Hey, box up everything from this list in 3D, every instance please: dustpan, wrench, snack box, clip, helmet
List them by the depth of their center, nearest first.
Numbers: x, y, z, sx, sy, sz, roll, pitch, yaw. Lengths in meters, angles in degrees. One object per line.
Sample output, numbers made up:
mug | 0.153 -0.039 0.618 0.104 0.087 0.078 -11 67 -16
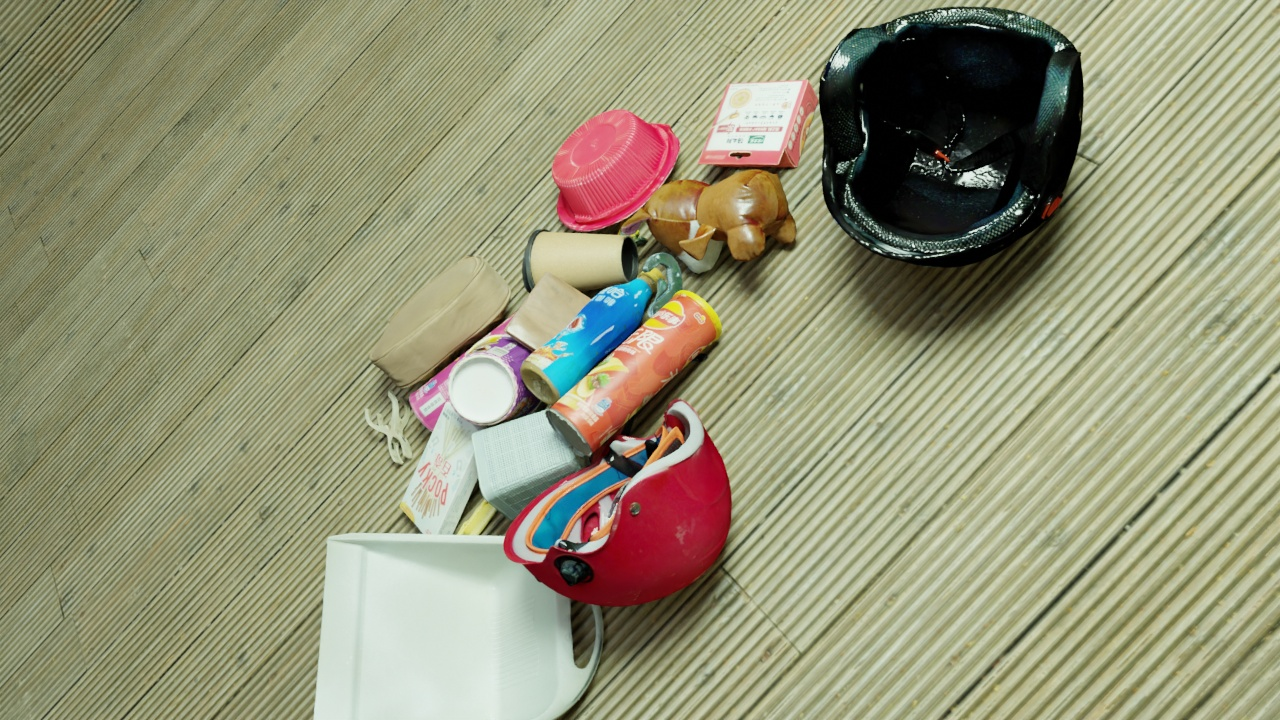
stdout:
helmet | 0.301 -0.206 0.896 0.234 0.230 0.274 20 85 29
helmet | -0.008 0.168 0.928 0.241 0.144 0.206 -32 13 25
dustpan | -0.180 0.280 0.953 0.143 0.257 0.222 -36 49 40
wrench | -0.004 0.006 1.070 0.016 0.056 0.273 4 76 63
snack box | -0.239 0.139 1.134 0.085 0.026 0.157 35 104 38
snack box | 0.147 -0.284 1.143 0.113 0.044 0.127 9 70 33
clip | -0.346 0.096 1.247 0.092 0.035 0.103 -12 68 21

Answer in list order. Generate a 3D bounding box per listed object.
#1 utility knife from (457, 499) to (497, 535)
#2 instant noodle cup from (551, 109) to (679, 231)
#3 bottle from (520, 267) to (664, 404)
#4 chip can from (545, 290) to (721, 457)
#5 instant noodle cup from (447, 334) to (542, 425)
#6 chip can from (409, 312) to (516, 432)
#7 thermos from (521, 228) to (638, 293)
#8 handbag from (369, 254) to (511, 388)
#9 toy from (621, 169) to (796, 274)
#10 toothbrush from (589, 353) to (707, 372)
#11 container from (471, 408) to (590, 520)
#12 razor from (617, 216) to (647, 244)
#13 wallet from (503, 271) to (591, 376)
utility knife | -0.169 0.154 1.125 0.031 0.020 0.196 32 80 32
instant noodle cup | -0.046 -0.263 1.211 0.194 0.066 0.193 -22 43 23
bottle | -0.048 -0.037 1.085 0.065 0.065 0.218 22 53 37
chip can | -0.006 0.012 1.018 0.216 0.073 0.073 -42 49 -21
instant noodle cup | -0.175 0.029 1.090 0.111 0.099 0.111 1 98 8
chip can | -0.196 0.009 1.177 0.211 0.071 0.071 -37 53 10
thermos | -0.079 -0.124 1.172 0.143 0.093 0.093 0 65 21
handbag | -0.262 -0.052 1.230 0.205 0.100 0.147 -36 26 10
toy | 0.083 -0.163 1.085 0.200 0.139 0.130 13 114 36
toothbrush | -0.007 0.006 1.105 0.190 0.016 0.014 -7 56 25
container | -0.122 0.116 1.061 0.111 0.090 0.089 -22 57 7
razor | -0.017 -0.205 1.213 0.043 0.028 0.132 -19 56 26
wallet | -0.094 -0.042 1.121 0.115 0.020 0.101 33 65 -5
